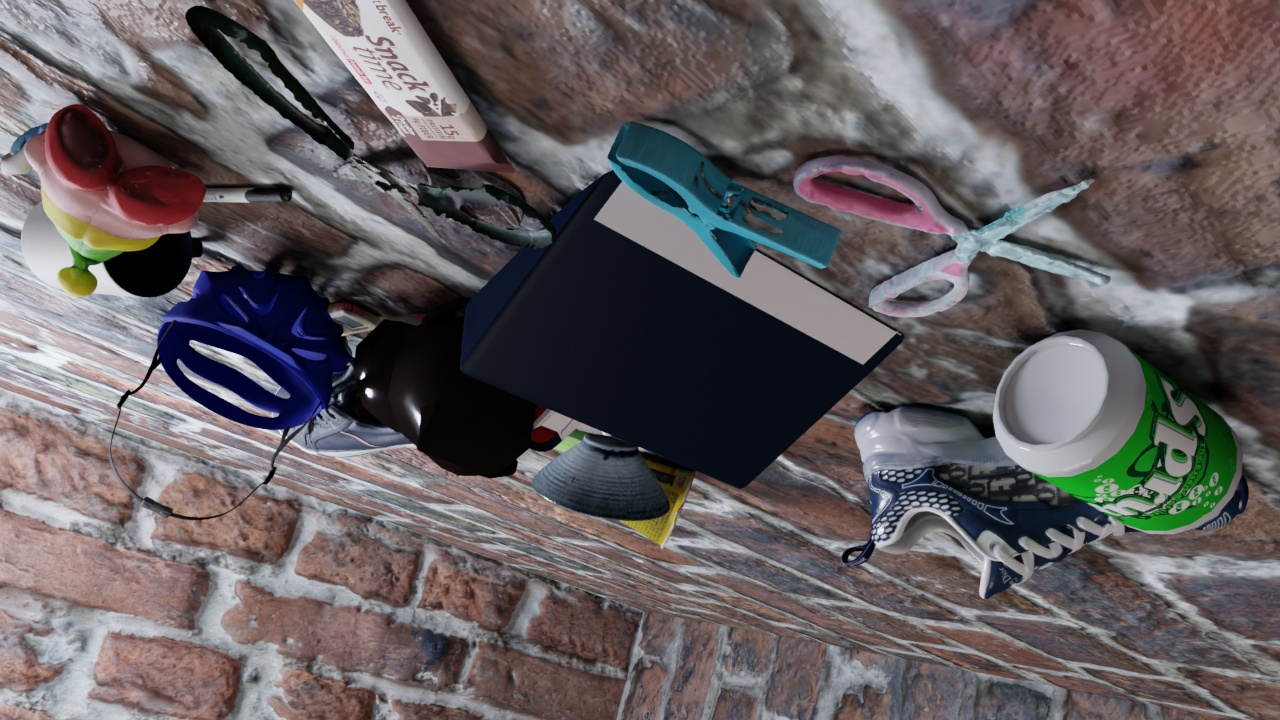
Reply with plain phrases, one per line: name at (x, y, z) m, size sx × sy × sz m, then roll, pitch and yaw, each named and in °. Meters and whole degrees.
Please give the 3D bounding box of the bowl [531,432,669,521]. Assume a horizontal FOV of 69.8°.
bowl at (-0.033, 0.104, 0.892) m, size 0.137 × 0.057 × 0.137 m, roll 11°, pitch -171°, yaw -2°

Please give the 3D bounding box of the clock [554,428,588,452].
clock at (-0.080, 0.067, 0.961) m, size 0.119 × 0.042 × 0.094 m, roll 18°, pitch 160°, yaw -6°

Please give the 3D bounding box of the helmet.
helmet at (-0.346, 0.026, 0.772) m, size 0.147 × 0.227 × 0.242 m, roll 34°, pitch 156°, yaw -21°

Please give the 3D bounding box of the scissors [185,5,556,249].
scissors at (-0.146, -0.116, 0.493) m, size 0.202 × 0.015 × 0.205 m, roll 15°, pitch 161°, yaw 43°

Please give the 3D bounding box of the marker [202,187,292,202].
marker at (-0.305, -0.119, 0.661) m, size 0.152 × 0.011 × 0.011 m, roll 5°, pitch 159°, yaw 27°

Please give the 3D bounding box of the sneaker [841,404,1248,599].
sneaker at (0.282, 0.113, 0.671) m, size 0.270 × 0.132 × 0.103 m, roll 2°, pitch 155°, yaw 31°

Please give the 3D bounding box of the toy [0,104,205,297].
toy at (-0.373, -0.105, 0.621) m, size 0.124 × 0.096 × 0.132 m, roll 29°, pitch 155°, yaw -26°

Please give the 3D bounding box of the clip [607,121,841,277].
clip at (0.038, -0.081, 0.462) m, size 0.116 × 0.026 × 0.097 m, roll 30°, pitch 164°, yaw -27°

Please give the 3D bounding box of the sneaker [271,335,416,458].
sneaker at (-0.328, 0.041, 0.994) m, size 0.295 × 0.120 × 0.127 m, roll -2°, pitch 167°, yaw 35°

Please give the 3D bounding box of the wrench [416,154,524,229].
wrench at (-0.125, -0.139, 0.467) m, size 0.070 × 0.010 × 0.273 m, roll 10°, pitch 160°, yaw 16°

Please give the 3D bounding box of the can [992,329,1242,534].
can at (0.283, 0.044, 0.546) m, size 0.139 × 0.087 × 0.088 m, roll 26°, pitch 159°, yaw -28°

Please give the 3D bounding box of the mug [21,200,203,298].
mug at (-0.412, -0.093, 0.739) m, size 0.097 × 0.078 × 0.111 m, roll 6°, pitch -173°, yaw 26°

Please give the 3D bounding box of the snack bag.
snack bag at (-0.112, -0.134, 0.431) m, size 0.057 × 0.013 × 0.158 m, roll 7°, pitch 159°, yaw 18°

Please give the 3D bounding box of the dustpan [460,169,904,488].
dustpan at (-0.004, 0.004, 0.641) m, size 0.236 × 0.080 × 0.274 m, roll 25°, pitch 124°, yaw -26°

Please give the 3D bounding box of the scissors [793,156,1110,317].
scissors at (0.153, -0.059, 0.473) m, size 0.170 × 0.013 × 0.177 m, roll 14°, pitch 160°, yaw -4°

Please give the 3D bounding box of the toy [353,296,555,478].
toy at (-0.178, 0.022, 0.767) m, size 0.184 × 0.139 × 0.159 m, roll 14°, pitch 123°, yaw 40°

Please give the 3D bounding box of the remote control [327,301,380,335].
remote control at (-0.293, -0.037, 0.873) m, size 0.126 × 0.018 × 0.038 m, roll -6°, pitch 152°, yaw 45°

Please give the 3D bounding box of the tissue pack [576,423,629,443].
tissue pack at (0.008, 0.056, 0.834) m, size 0.181 × 0.071 × 0.104 m, roll 15°, pitch 162°, yaw 12°

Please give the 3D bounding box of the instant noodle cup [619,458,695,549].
instant noodle cup at (-0.004, 0.156, 1.090) m, size 0.112 × 0.100 × 0.100 m, roll 22°, pitch 162°, yaw 4°
